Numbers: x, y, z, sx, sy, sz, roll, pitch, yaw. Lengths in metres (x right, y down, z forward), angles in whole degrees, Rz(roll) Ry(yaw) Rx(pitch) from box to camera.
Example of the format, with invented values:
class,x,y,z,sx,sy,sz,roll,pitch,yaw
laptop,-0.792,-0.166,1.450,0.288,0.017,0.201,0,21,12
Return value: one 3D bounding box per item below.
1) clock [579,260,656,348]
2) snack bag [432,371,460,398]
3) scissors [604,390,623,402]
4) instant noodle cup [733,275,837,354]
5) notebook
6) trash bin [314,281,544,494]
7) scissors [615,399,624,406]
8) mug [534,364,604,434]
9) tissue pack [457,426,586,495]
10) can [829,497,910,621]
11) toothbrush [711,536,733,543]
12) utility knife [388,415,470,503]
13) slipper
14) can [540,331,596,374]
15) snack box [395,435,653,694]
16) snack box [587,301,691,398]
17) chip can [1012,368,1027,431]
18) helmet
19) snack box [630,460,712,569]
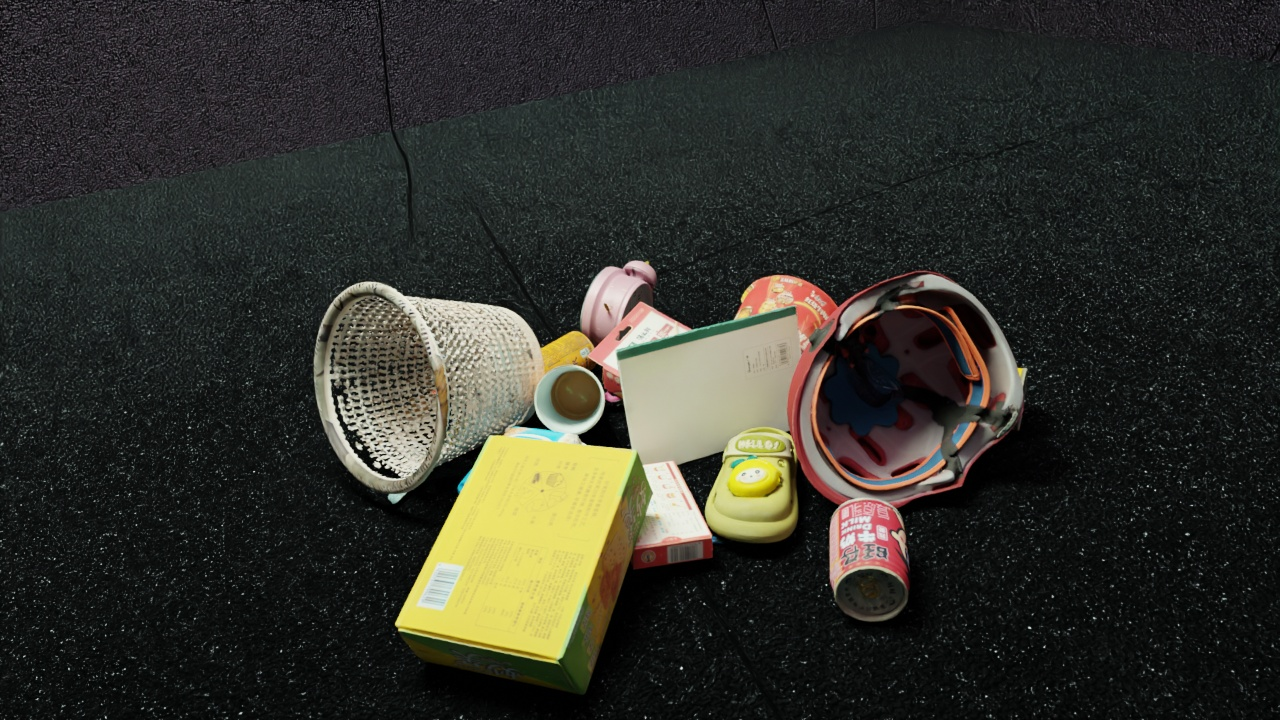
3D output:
class,x,y,z,sx,sy,sz,roll,pitch,yaw
clock,-0.021,-0.075,1.274,0.060,0.117,0.158,17,37,20
snack bag,-0.242,0.024,1.234,0.048,0.026,0.104,7,30,13
scissors,-0.008,0.006,1.167,0.135,0.017,0.133,28,53,36
instant noodle cup,0.164,-0.017,1.100,0.138,0.138,0.108,9,42,29
notebook,0.083,0.033,1.003,0.209,0.150,0.012,-14,22,-13
trash bin,-0.224,0.019,1.039,0.228,0.228,0.191,15,16,36
scissors,0.050,0.014,1.172,0.179,0.019,0.170,-5,37,4
mug,-0.077,0.041,1.074,0.078,0.078,0.122,-7,3,1
tissue pack,-0.125,0.123,0.977,0.090,0.063,0.139,6,31,24
can,0.198,0.172,0.797,0.066,0.067,0.093,-1,28,12
toothbrush,-0.003,0.180,0.898,0.189,0.016,0.014,-2,22,4
utility knife,-0.236,0.109,1.091,0.031,0.022,0.212,2,33,24
slipper,0.115,0.108,0.930,0.092,0.082,0.190,-2,25,15
can,-0.125,0.016,1.186,0.058,0.058,0.145,18,37,40
snack box,-0.094,0.172,0.810,0.158,0.070,0.209,4,48,21
snack box,0.018,0.003,1.123,0.127,0.044,0.113,30,58,22
chip can,0.317,0.030,1.032,0.214,0.072,0.071,7,31,26
helmet,0.245,0.033,0.931,0.240,0.207,0.144,-42,8,-1
snack box,0.015,0.149,0.912,0.077,0.027,0.155,-7,22,-9
